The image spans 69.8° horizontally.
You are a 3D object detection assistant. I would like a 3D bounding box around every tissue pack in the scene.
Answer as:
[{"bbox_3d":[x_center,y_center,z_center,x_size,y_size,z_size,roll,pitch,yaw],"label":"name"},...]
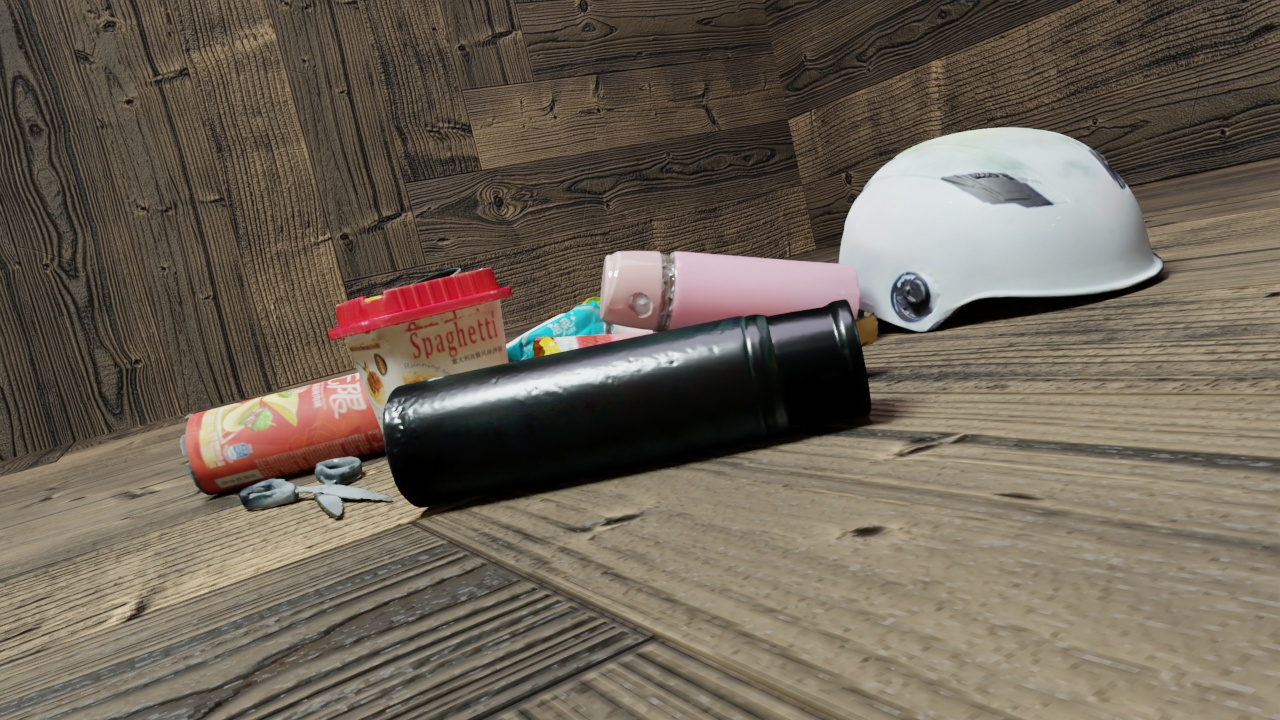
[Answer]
[{"bbox_3d":[-0.091,0.001,0.785,0.093,0.050,0.134,-34,6,-41],"label":"tissue pack"}]

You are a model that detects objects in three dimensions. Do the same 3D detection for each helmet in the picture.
[{"bbox_3d":[0.283,-0.119,0.763,0.228,0.146,0.259,-16,7,-23],"label":"helmet"}]

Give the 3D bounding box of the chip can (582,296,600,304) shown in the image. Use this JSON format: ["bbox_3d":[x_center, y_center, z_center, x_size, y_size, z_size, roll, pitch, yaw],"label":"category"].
[{"bbox_3d":[0.017,-0.068,1.256,0.222,0.072,0.072,-9,8,40],"label":"chip can"}]

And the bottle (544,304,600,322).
[{"bbox_3d":[-0.048,-0.028,1.035,0.189,0.068,0.068,-14,6,-2],"label":"bottle"}]

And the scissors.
[{"bbox_3d":[-0.207,0.084,0.609,0.165,0.014,0.162,-11,7,16],"label":"scissors"}]

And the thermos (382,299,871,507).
[{"bbox_3d":[-0.005,0.028,0.487,0.243,0.068,0.090,-11,-26,9],"label":"thermos"}]

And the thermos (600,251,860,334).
[{"bbox_3d":[0.067,-0.042,0.731,0.198,0.087,0.067,2,28,-6],"label":"thermos"}]

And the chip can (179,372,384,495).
[{"bbox_3d":[-0.251,0.051,0.746,0.216,0.073,0.073,-15,6,-4],"label":"chip can"}]

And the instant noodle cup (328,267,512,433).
[{"bbox_3d":[-0.147,0.007,0.658,0.116,0.124,0.117,-18,7,-30],"label":"instant noodle cup"}]

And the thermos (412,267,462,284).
[{"bbox_3d":[-0.178,-0.015,0.906,0.093,0.143,0.093,-19,17,6],"label":"thermos"}]

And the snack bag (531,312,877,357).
[{"bbox_3d":[0.035,0.004,0.596,0.207,0.073,0.129,-10,-3,-14],"label":"snack bag"}]

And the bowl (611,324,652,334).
[{"bbox_3d":[-0.002,-0.036,0.950,0.065,0.118,0.118,-51,2,7],"label":"bowl"}]
